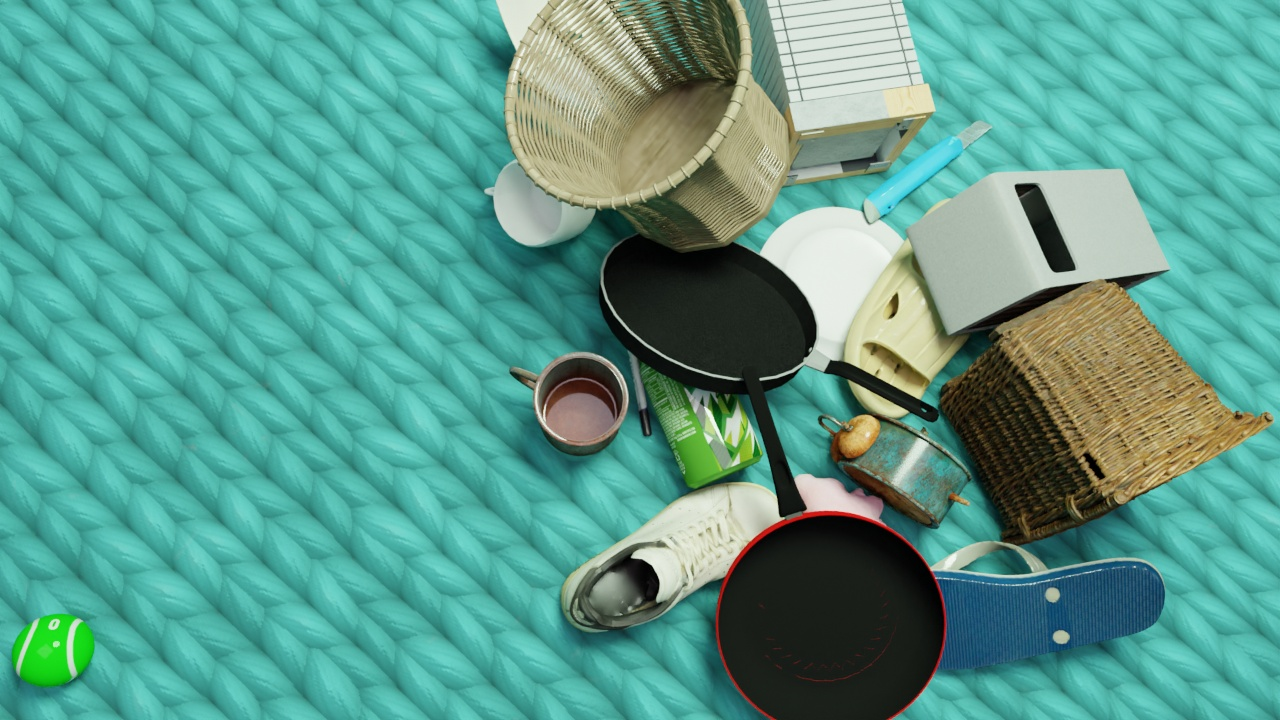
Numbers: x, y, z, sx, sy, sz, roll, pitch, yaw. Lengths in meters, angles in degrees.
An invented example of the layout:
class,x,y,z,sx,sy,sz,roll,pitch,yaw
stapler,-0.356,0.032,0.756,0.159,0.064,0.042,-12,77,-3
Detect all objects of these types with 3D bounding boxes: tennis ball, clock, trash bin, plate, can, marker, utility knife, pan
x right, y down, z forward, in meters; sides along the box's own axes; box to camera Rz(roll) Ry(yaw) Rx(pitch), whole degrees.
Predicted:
class,x,y,z,sx,sy,sz,roll,pitch,yaw
tennis ball,-0.544,0.268,0.851,0.065,0.065,0.065,1,78,-4
clock,0.248,0.094,0.913,0.157,0.121,0.073,34,82,10
trash bin,0.193,-0.335,0.986,0.142,0.142,0.246,-10,79,-6
plate,0.218,-0.081,0.998,0.188,0.016,0.188,1,78,-4
can,0.059,0.049,0.926,0.083,0.083,0.144,-22,80,-8
trash bin,0.399,-0.110,0.919,0.228,0.115,0.114,-9,74,-34
marker,-0.006,0.006,0.969,0.011,0.011,0.152,-9,79,-6
utility knife,0.323,-0.217,1.035,0.195,0.015,0.031,-36,85,-10
pan,0.124,-0.021,0.904,0.356,0.034,0.224,29,42,9
pan,0.152,0.173,0.852,0.209,0.067,0.356,-18,93,4

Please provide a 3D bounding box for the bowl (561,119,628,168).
class,x,y,z,sx,sy,sz,roll,pitch,yaw
bowl,-0.035,-0.228,1.001,0.110,0.040,0.110,1,78,-3

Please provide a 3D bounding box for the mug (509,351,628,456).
class,x,y,z,sx,sy,sz,roll,pitch,yaw
mug,-0.074,0.039,0.909,0.123,0.110,0.096,28,72,3

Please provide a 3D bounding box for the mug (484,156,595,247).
class,x,y,z,sx,sy,sz,roll,pitch,yaw
mug,-0.107,-0.170,0.957,0.116,0.067,0.094,15,114,26

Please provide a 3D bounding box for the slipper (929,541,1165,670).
class,x,y,z,sx,sy,sz,roll,pitch,yaw
slipper,0.353,0.239,0.906,0.295,0.060,0.118,-10,104,11

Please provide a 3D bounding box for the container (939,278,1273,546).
class,x,y,z,sx,sy,sz,roll,pitch,yaw
container,0.410,0.051,0.876,0.162,0.250,0.183,-25,73,-9

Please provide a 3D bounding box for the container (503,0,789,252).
class,x,y,z,sx,sy,sz,roll,pitch,yaw
container,0.021,-0.217,0.847,0.227,0.196,0.226,-5,78,24

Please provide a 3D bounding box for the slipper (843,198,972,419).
class,x,y,z,sx,sy,sz,roll,pitch,yaw
slipper,0.302,-0.062,0.957,0.111,0.079,0.261,34,75,-14

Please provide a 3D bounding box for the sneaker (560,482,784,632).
class,x,y,z,sx,sy,sz,roll,pitch,yaw
sneaker,0.033,0.186,0.886,0.241,0.102,0.089,-28,81,-10

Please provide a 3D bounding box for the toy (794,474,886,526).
class,x,y,z,sx,sy,sz,roll,pitch,yaw
toy,0.200,0.161,0.928,0.093,0.050,0.102,-8,75,4

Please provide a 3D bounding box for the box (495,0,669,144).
class,x,y,z,sx,sy,sz,roll,pitch,yaw
box,-0.065,-0.331,0.967,0.145,0.066,0.186,-29,101,-7
